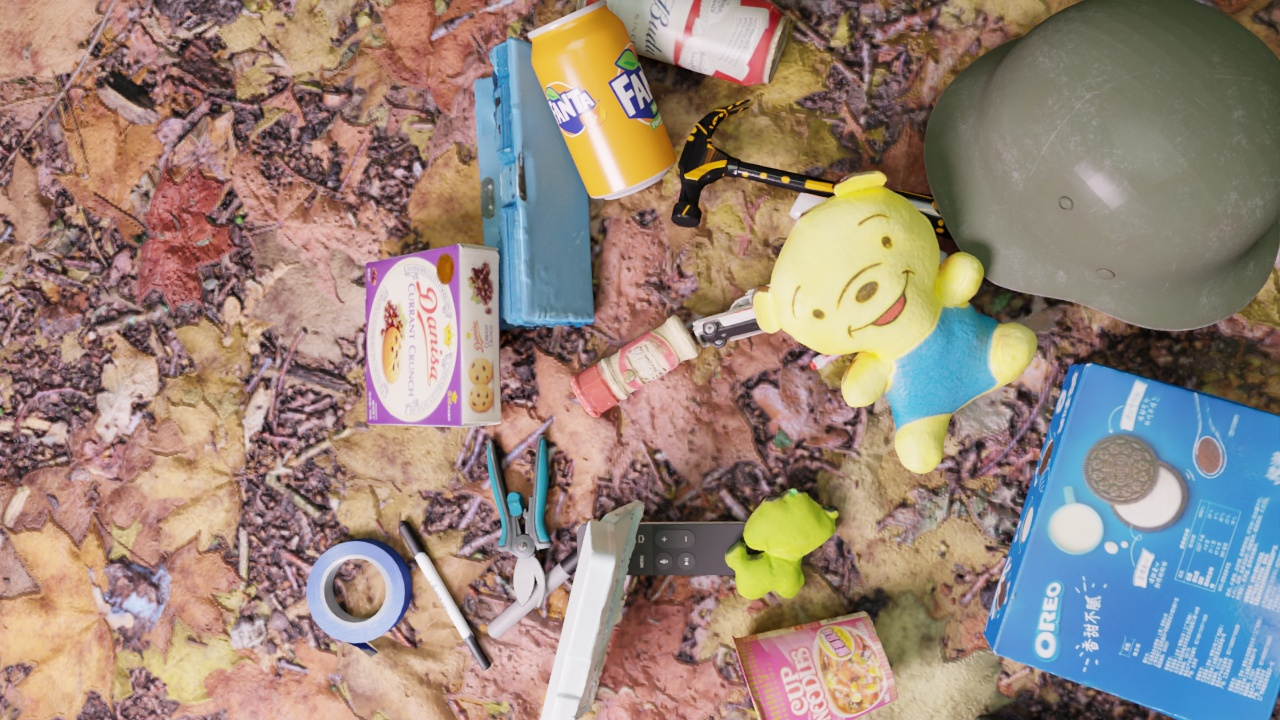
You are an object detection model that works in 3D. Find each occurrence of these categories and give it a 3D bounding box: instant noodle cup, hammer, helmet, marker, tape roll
[{"bbox_3d":[0.139,0.249,0.724,0.108,0.097,0.097,-18,86,2],"label":"instant noodle cup"},{"bbox_3d":[0.188,-0.132,0.739,0.321,0.036,0.123,14,72,7],"label":"hammer"},{"bbox_3d":[0.346,-0.150,0.634,0.227,0.154,0.268,-37,80,-6],"label":"helmet"},{"bbox_3d":[-0.175,0.208,0.816,0.011,0.011,0.152,-33,85,8],"label":"marker"},{"bbox_3d":[0.202,-0.030,0.754,0.142,0.012,0.013,-30,84,8],"label":"marker"},{"bbox_3d":[-0.253,0.207,0.826,0.091,0.016,0.093,30,94,9],"label":"tape roll"},{"bbox_3d":[-0.079,0.193,0.797,0.140,0.016,0.016,-42,83,7],"label":"marker"}]

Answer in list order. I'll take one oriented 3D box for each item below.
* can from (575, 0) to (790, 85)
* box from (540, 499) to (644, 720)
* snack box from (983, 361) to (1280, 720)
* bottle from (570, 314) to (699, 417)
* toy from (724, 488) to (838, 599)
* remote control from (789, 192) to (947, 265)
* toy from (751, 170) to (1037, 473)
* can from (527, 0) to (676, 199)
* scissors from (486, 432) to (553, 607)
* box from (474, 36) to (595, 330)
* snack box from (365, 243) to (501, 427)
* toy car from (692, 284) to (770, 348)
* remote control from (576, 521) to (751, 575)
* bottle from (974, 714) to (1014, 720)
[{"bbox_3d":[0.034,-0.278,0.758,0.170,0.067,0.067,19,92,9],"label":"can"},{"bbox_3d":[-0.042,0.215,0.714,0.049,0.136,0.197,17,103,10],"label":"box"},{"bbox_3d":[0.395,0.141,0.696,0.195,0.056,0.239,17,93,10],"label":"snack box"},{"bbox_3d":[-0.005,0.005,0.773,0.109,0.044,0.044,-31,84,8],"label":"bottle"},{"bbox_3d":[0.116,0.150,0.753,0.094,0.036,0.093,-3,99,-6],"label":"toy"},{"bbox_3d":[0.187,-0.104,0.756,0.131,0.012,0.033,30,94,9],"label":"remote control"},{"bbox_3d":[0.188,-0.035,0.698,0.214,0.084,0.149,41,102,-11],"label":"toy"},{"bbox_3d":[-0.031,-0.207,0.738,0.079,0.079,0.142,-21,111,9],"label":"can"},{"bbox_3d":[-0.104,0.130,0.796,0.153,0.019,0.128,41,91,12],"label":"scissors"},{"bbox_3d":[-0.106,-0.141,0.787,0.102,0.094,0.231,-4,89,39],"label":"box"},{"bbox_3d":[-0.176,-0.017,0.768,0.148,0.040,0.143,-3,88,44],"label":"snack box"},{"bbox_3d":[0.099,-0.042,0.761,0.113,0.039,0.039,-14,66,10],"label":"toy car"},{"bbox_3d":[0.020,0.159,0.773,0.147,0.008,0.045,-1,97,3],"label":"remote control"},{"bbox_3d":[0.357,0.326,0.693,0.207,0.071,0.071,10,91,10],"label":"bottle"}]
